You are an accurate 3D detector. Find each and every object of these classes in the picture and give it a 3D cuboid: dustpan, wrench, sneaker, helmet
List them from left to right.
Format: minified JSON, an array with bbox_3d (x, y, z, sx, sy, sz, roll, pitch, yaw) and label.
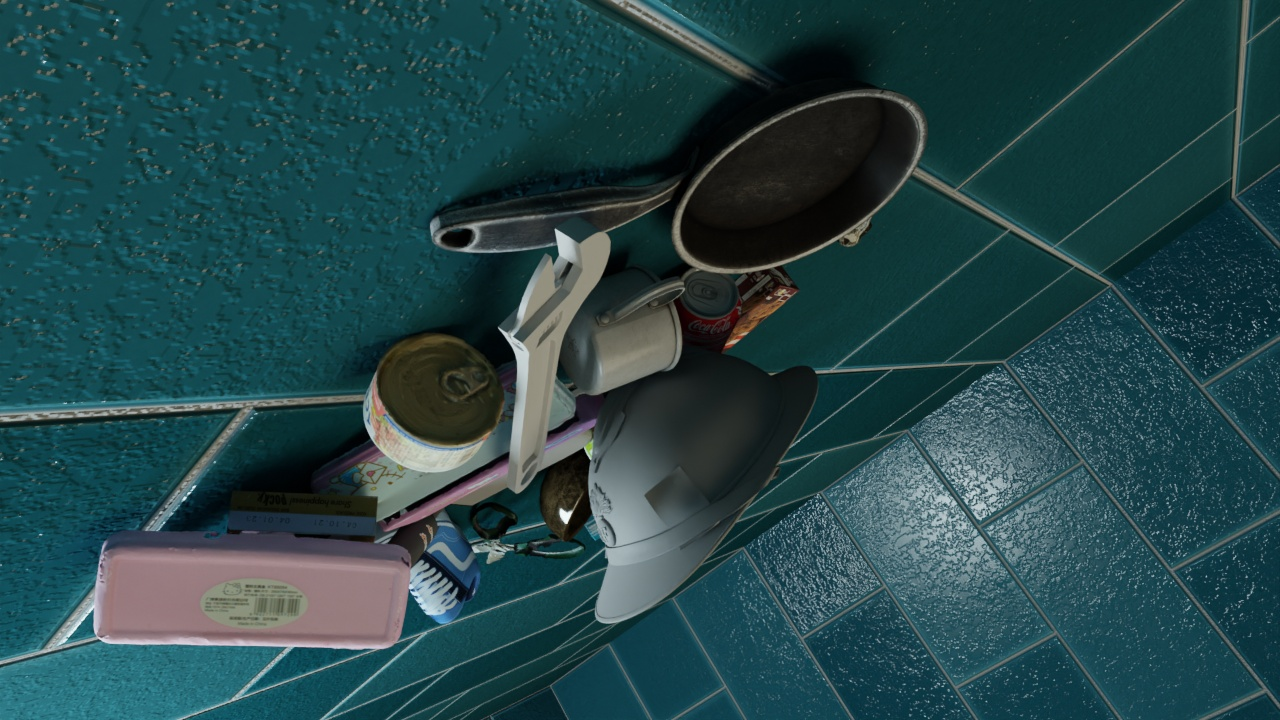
[{"bbox_3d":[-0.211,0.212,0.932,0.083,0.098,0.241,-28,161,-3],"label":"sneaker"},{"bbox_3d":[-0.098,0.066,0.866,0.258,0.033,0.163,-27,162,12],"label":"dustpan"},{"bbox_3d":[-0.064,0.011,0.612,0.086,0.018,0.274,-50,166,-32],"label":"wrench"},{"bbox_3d":[0.018,0.065,0.725,0.270,0.117,0.184,-49,-169,-26],"label":"helmet"}]

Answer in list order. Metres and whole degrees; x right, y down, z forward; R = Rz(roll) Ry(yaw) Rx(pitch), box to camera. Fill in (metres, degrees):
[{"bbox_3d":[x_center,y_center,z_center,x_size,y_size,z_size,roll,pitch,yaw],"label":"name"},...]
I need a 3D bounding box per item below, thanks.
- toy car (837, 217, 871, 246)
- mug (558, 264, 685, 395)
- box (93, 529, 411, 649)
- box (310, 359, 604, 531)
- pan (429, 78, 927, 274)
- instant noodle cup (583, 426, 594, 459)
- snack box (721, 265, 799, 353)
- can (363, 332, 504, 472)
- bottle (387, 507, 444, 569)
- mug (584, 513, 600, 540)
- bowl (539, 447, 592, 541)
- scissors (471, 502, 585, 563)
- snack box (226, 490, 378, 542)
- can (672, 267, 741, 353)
[{"bbox_3d":[0.170,-0.133,0.762,0.040,0.048,0.113,-34,161,-10],"label":"toy car"},{"bbox_3d":[-0.015,-0.027,0.667,0.070,0.084,0.113,-21,168,-26],"label":"mug"},{"bbox_3d":[-0.273,0.157,0.664,0.201,0.087,0.103,7,-174,-19],"label":"box"},{"bbox_3d":[-0.138,0.074,0.733,0.214,0.048,0.150,-29,153,14],"label":"box"},{"bbox_3d":[0.034,-0.110,0.598,0.356,0.055,0.188,-8,152,-27],"label":"pan"},{"bbox_3d":[0.001,0.064,0.928,0.108,0.099,0.098,-35,164,35],"label":"instant noodle cup"},{"bbox_3d":[0.082,-0.038,0.885,0.141,0.031,0.051,-41,160,23],"label":"snack box"},{"bbox_3d":[-0.138,0.028,0.611,0.086,0.086,0.043,-17,157,-40],"label":"can"},{"bbox_3d":[-0.202,0.156,0.822,0.030,0.030,0.112,-41,-171,22],"label":"bottle"},{"bbox_3d":[-0.035,0.150,1.120,0.107,0.083,0.114,-28,133,-3],"label":"mug"},{"bbox_3d":[-0.073,0.131,1.000,0.121,0.056,0.121,-56,167,-20],"label":"bowl"},{"bbox_3d":[-0.172,0.204,1.064,0.210,0.015,0.146,-19,136,42],"label":"scissors"},{"bbox_3d":[-0.270,0.158,0.740,0.101,0.031,0.186,5,148,-17],"label":"snack box"},{"bbox_3d":[0.047,-0.033,0.789,0.064,0.064,0.105,-25,160,-21],"label":"can"}]
